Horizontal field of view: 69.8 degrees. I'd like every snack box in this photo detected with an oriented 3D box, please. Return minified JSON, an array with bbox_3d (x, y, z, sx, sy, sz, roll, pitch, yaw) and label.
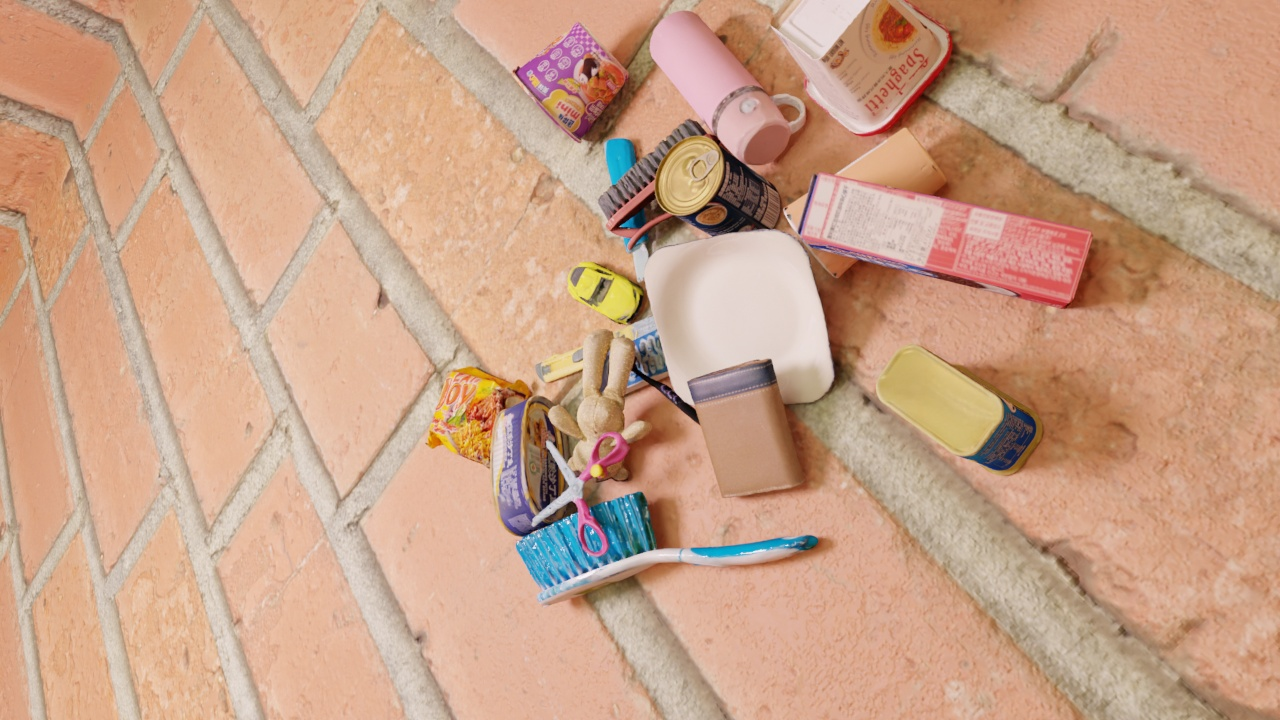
[{"bbox_3d":[0.230,-0.094,0.708,0.208,0.057,0.058,17,95,20],"label":"snack box"}]

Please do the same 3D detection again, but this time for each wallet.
[{"bbox_3d":[0.094,0.061,0.818,0.090,0.033,0.115,-17,88,37],"label":"wallet"}]

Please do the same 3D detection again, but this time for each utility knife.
[{"bbox_3d":[-0.012,-0.167,1.004,0.034,0.018,0.182,-17,67,17],"label":"utility knife"},{"bbox_3d":[-0.048,-0.011,0.995,0.184,0.019,0.031,-20,71,29],"label":"utility knife"}]

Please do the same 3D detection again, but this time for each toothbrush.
[{"bbox_3d":[0.038,0.038,0.884,0.189,0.014,0.017,39,135,28],"label":"toothbrush"}]

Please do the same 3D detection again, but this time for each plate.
[{"bbox_3d":[0.091,-0.038,0.831,0.164,0.034,0.164,-4,111,31],"label":"plate"}]

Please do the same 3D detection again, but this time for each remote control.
[{"bbox_3d":[-0.006,0.006,0.944,0.125,0.024,0.049,-23,63,32],"label":"remote control"}]

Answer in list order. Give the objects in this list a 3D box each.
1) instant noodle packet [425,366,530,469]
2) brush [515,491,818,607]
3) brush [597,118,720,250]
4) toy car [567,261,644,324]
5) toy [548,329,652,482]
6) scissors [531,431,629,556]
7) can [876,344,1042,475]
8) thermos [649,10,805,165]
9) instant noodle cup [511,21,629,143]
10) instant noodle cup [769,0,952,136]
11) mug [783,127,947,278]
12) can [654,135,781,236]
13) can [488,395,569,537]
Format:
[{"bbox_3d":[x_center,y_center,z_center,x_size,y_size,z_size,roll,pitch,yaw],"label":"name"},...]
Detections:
[{"bbox_3d":[-0.193,0.064,1.073,0.129,0.044,0.110,14,82,42],"label":"instant noodle packet"},{"bbox_3d":[0.014,0.172,0.865,0.315,0.060,0.109,-28,66,28],"label":"brush"},{"bbox_3d":[0.023,-0.179,0.947,0.146,0.063,0.069,-38,90,18],"label":"brush"},{"bbox_3d":[-0.041,-0.076,0.993,0.105,0.032,0.048,31,97,39],"label":"toy car"},{"bbox_3d":[-0.037,0.047,0.911,0.105,0.066,0.157,8,108,6],"label":"toy"},{"bbox_3d":[-0.057,0.125,0.880,0.133,0.017,0.134,-40,63,19],"label":"scissors"},{"bbox_3d":[0.239,0.036,0.692,0.102,0.083,0.057,41,104,40],"label":"can"},{"bbox_3d":[0.088,-0.280,0.929,0.087,0.067,0.198,-29,55,-4],"label":"thermos"},{"bbox_3d":[-0.074,-0.322,1.050,0.099,0.111,0.111,-42,54,13],"label":"instant noodle cup"},{"bbox_3d":[0.187,-0.278,0.801,0.116,0.124,0.116,-49,52,18],"label":"instant noodle cup"},{"bbox_3d":[0.195,-0.139,0.790,0.123,0.078,0.078,-38,56,19],"label":"mug"},{"bbox_3d":[0.076,-0.155,0.867,0.075,0.111,0.075,-11,72,36],"label":"can"},{"bbox_3d":[-0.116,0.109,0.969,0.049,0.074,0.148,-26,51,30],"label":"can"}]
